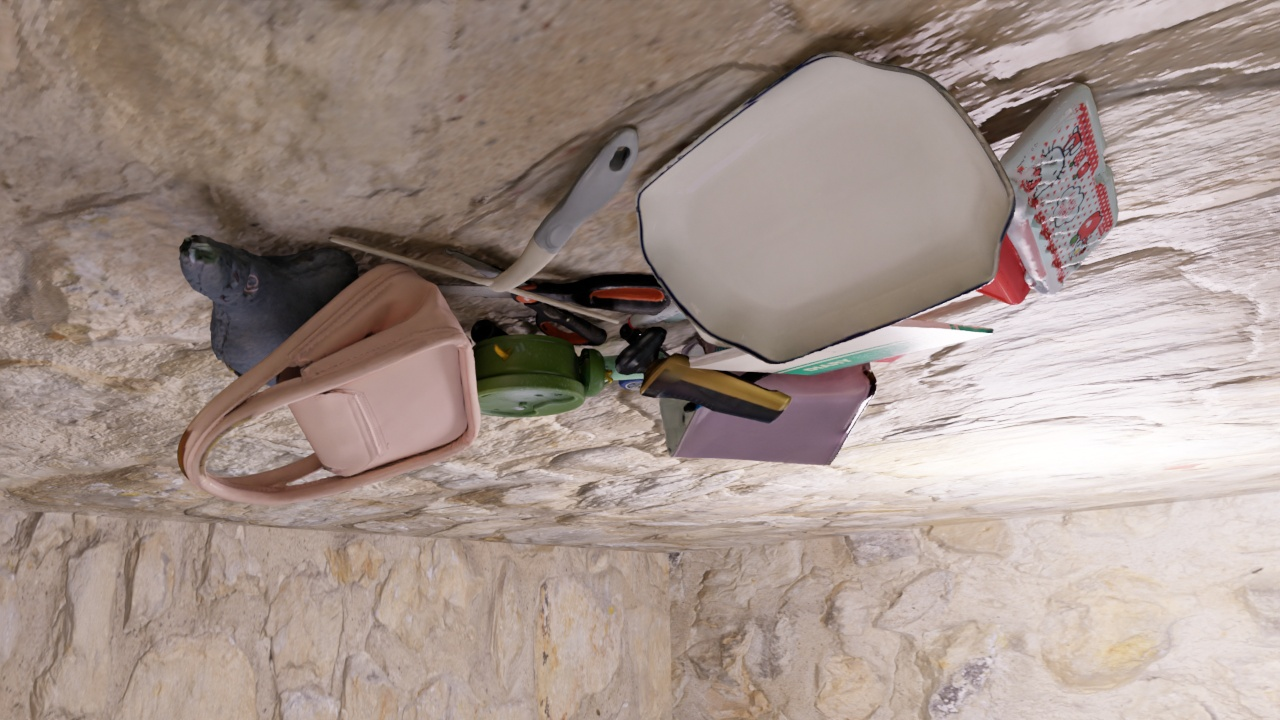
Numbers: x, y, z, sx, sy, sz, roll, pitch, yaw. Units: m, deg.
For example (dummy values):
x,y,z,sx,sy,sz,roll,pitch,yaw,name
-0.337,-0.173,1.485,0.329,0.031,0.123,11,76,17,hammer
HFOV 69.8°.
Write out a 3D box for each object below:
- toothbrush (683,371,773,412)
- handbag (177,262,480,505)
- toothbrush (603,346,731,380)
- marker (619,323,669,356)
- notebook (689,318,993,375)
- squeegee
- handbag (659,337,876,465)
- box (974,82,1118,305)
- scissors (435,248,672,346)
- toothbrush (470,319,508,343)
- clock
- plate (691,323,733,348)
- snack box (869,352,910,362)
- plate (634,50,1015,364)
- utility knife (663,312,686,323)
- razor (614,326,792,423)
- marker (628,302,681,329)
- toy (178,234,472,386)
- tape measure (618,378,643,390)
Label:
x,y,z,sx,sy,sz,roll,pitch,yaw,name
0.125,0.007,0.896,0.189,0.014,0.016,-25,166,-12,toothbrush
-0.249,0.042,0.739,0.233,0.093,0.194,-29,154,-20,handbag
-0.006,0.005,0.928,0.225,0.027,0.026,-4,170,31,toothbrush
0.011,-0.011,0.954,0.022,0.020,0.132,14,170,24,marker
0.161,-0.010,0.771,0.150,0.012,0.210,3,169,-32,notebook
-0.068,-0.085,0.643,0.246,0.039,0.247,15,154,-27,squeegee
0.134,0.039,0.988,0.196,0.098,0.145,4,145,-18,handbag
0.242,-0.108,0.607,0.112,0.099,0.201,31,-177,35,box
-0.081,-0.051,0.807,0.221,0.021,0.231,-3,160,7,scissors
-0.120,0.000,0.975,0.027,0.026,0.212,5,166,19,toothbrush
-0.099,0.018,0.893,0.161,0.056,0.116,11,159,-40,clock
0.105,-0.065,0.715,0.164,0.034,0.164,-5,152,23,plate
0.187,-0.028,0.843,0.127,0.044,0.113,-1,170,-4,snack box
0.102,-0.087,0.564,0.162,0.034,0.266,49,145,-10,plate
0.096,-0.058,0.803,0.210,0.018,0.034,-15,158,42,utility knife
0.059,0.017,0.861,0.167,0.067,0.062,19,-177,6,razor
0.041,-0.052,0.823,0.017,0.017,0.146,14,158,-40,marker
-0.273,-0.028,0.764,0.138,0.091,0.356,-21,163,12,toy
0.003,0.017,1.036,0.054,0.025,0.058,15,157,-38,tape measure
